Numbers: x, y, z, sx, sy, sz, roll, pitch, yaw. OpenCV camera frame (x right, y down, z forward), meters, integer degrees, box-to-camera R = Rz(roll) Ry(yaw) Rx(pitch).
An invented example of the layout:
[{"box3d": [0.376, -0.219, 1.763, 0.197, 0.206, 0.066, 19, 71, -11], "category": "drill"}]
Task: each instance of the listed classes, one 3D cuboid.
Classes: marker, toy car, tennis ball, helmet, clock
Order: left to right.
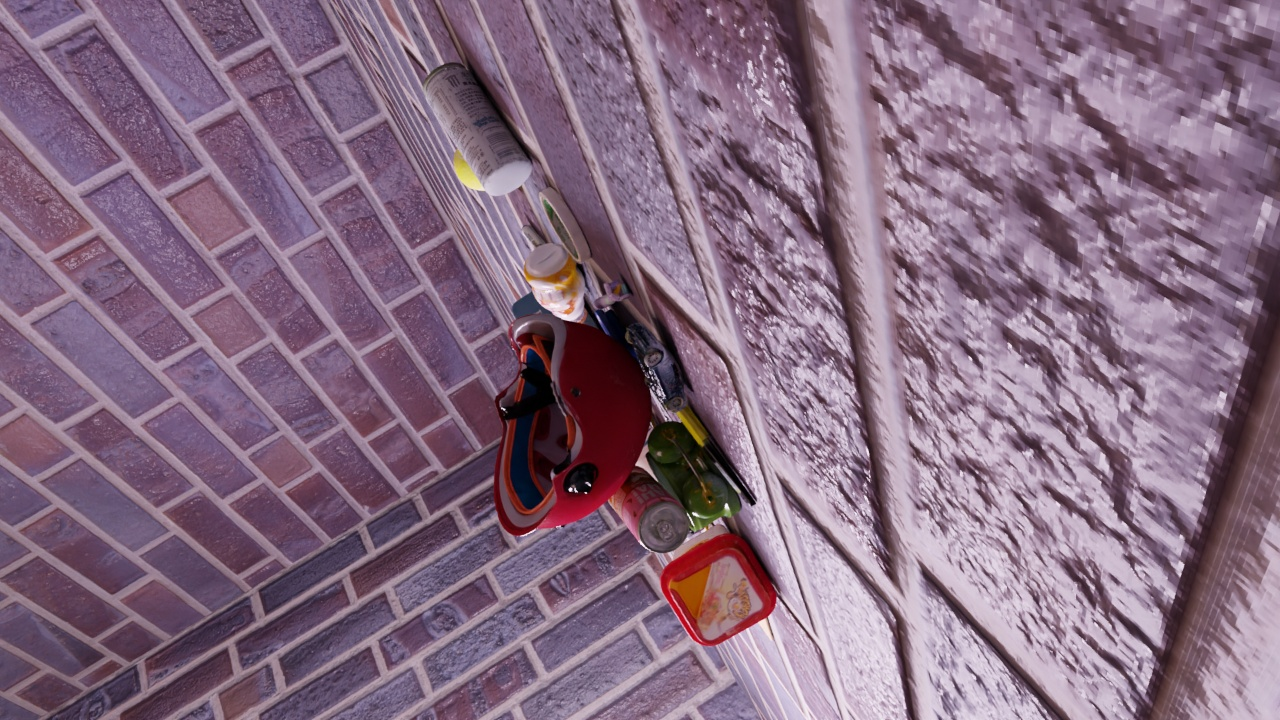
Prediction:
[{"box3d": [-0.189, -0.235, 1.092, 0.065, 0.065, 0.065, 57, 172, 13], "category": "tennis ball"}, {"box3d": [-0.127, -0.145, 1.219, 0.145, 0.017, 0.017, 50, 168, 46], "category": "marker"}, {"box3d": [-0.070, 0.074, 1.006, 0.207, 0.143, 0.240, 36, 118, 58], "category": "helmet"}, {"box3d": [0.017, 0.005, 0.859, 0.049, 0.031, 0.106, 49, 169, 45], "category": "toy car"}, {"box3d": [0.054, 0.124, 0.987, 0.116, 0.056, 0.161, 54, 171, 20], "category": "clock"}, {"box3d": [0.075, 0.093, 0.906, 0.124, 0.015, 0.018, 53, 171, 19], "category": "marker"}]

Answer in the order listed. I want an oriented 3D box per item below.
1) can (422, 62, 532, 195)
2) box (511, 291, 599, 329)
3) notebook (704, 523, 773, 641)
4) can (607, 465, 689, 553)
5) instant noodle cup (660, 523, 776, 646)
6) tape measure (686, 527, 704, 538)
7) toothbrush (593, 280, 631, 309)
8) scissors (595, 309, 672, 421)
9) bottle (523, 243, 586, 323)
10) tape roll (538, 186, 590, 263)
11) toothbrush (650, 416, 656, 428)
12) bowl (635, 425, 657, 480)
[{"box3d": [-0.177, -0.250, 0.990, 0.146, 0.058, 0.058, 56, 172, 16], "category": "can"}, {"box3d": [-0.095, -0.025, 1.208, 0.184, 0.089, 0.061, 55, 176, 1], "category": "box"}, {"box3d": [0.139, 0.313, 1.331, 0.147, 0.008, 0.208, 52, 169, 37], "category": "notebook"}, {"box3d": [0.005, 0.158, 0.991, 0.058, 0.058, 0.147, 61, 171, -15], "category": "can"}, {"box3d": [0.091, 0.265, 1.122, 0.116, 0.117, 0.124, 59, -177, -7], "category": "instant noodle cup"}, {"box3d": [0.067, 0.210, 1.215, 0.039, 0.057, 0.058, 58, 163, -2], "category": "tape measure"}, {"box3d": [-0.035, -0.065, 0.959, 0.029, 0.021, 0.189, 27, 176, -7], "category": "toothbrush"}, {"box3d": [-0.006, 0.003, 1.058, 0.163, 0.012, 0.161, 52, 170, 27], "category": "scissors"}, {"box3d": [-0.095, -0.086, 1.086, 0.063, 0.063, 0.108, 52, 170, 40], "category": "bottle"}, {"box3d": [-0.080, -0.142, 0.964, 0.086, 0.014, 0.086, 57, 172, 12], "category": "tape roll"}, {"box3d": [0.029, 0.125, 1.262, 0.016, 0.018, 0.191, 52, 169, 49], "category": "toothbrush"}, {"box3d": [0.010, 0.142, 1.202, 0.116, 0.066, 0.117, 46, 164, 16], "category": "bowl"}]
